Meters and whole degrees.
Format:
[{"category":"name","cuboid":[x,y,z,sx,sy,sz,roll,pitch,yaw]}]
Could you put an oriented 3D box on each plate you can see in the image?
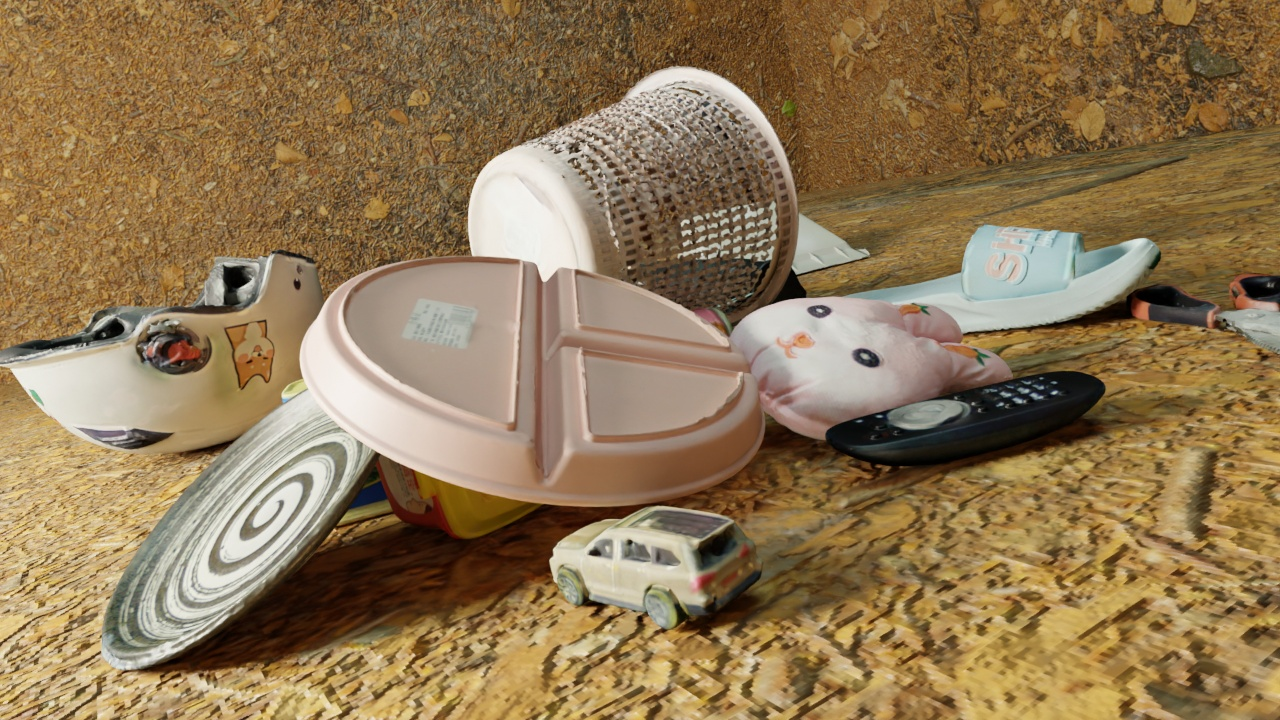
[{"category":"plate","cuboid":[-0.047,-0.004,0.456,0.229,0.028,0.229,11,25,-5]},{"category":"plate","cuboid":[-0.183,0.074,0.446,0.180,0.024,0.179,-28,29,17]}]

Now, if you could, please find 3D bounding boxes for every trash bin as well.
[{"category":"trash bin","cuboid":[-0.019,-0.107,0.734,0.191,0.227,0.228,-24,16,-39]}]

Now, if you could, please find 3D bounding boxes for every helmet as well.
[{"category":"helmet","cuboid":[-0.415,0.004,0.855,0.273,0.157,0.230,-34,23,-36]}]

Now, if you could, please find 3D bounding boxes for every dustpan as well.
[{"category":"dustpan","cuboid":[0.160,-0.131,1.326,0.222,0.143,0.257,-15,41,-17]}]

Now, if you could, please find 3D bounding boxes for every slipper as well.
[{"category":"slipper","cuboid":[0.258,-0.065,0.700,0.246,0.074,0.103,-8,10,36]}]

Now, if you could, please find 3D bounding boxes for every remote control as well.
[{"category":"remote control","cuboid":[0.159,0.031,0.449,0.136,0.024,0.053,-13,14,-4]}]

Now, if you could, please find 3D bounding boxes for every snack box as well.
[{"category":"snack box","cuboid":[-0.102,0.045,0.493,0.080,0.091,0.081,-11,8,43]}]

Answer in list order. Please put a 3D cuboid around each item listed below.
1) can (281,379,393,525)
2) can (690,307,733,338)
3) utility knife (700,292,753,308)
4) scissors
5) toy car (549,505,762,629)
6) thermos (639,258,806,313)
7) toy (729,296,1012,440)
[{"category":"can","cuboid":[-0.157,0.045,0.558,0.102,0.083,0.057,-14,11,-11]},{"category":"can","cuboid":[-0.004,0.004,0.674,0.147,0.058,0.058,-16,12,-21]},{"category":"utility knife","cuboid":[0.009,-0.028,0.864,0.216,0.018,0.034,-21,8,-6]},{"category":"scissors","cuboid":[0.376,-0.030,0.555,0.203,0.015,0.203,-17,12,-28]},{"category":"toy car","cuboid":[0.002,0.077,0.359,0.091,0.035,0.042,-5,10,45]},{"category":"thermos","cuboid":[0.076,-0.073,0.999,0.090,0.068,0.243,15,-4,-34]},{"category":"toy","cuboid":[0.131,-0.002,0.532,0.159,0.054,0.121,-9,37,-21]}]
